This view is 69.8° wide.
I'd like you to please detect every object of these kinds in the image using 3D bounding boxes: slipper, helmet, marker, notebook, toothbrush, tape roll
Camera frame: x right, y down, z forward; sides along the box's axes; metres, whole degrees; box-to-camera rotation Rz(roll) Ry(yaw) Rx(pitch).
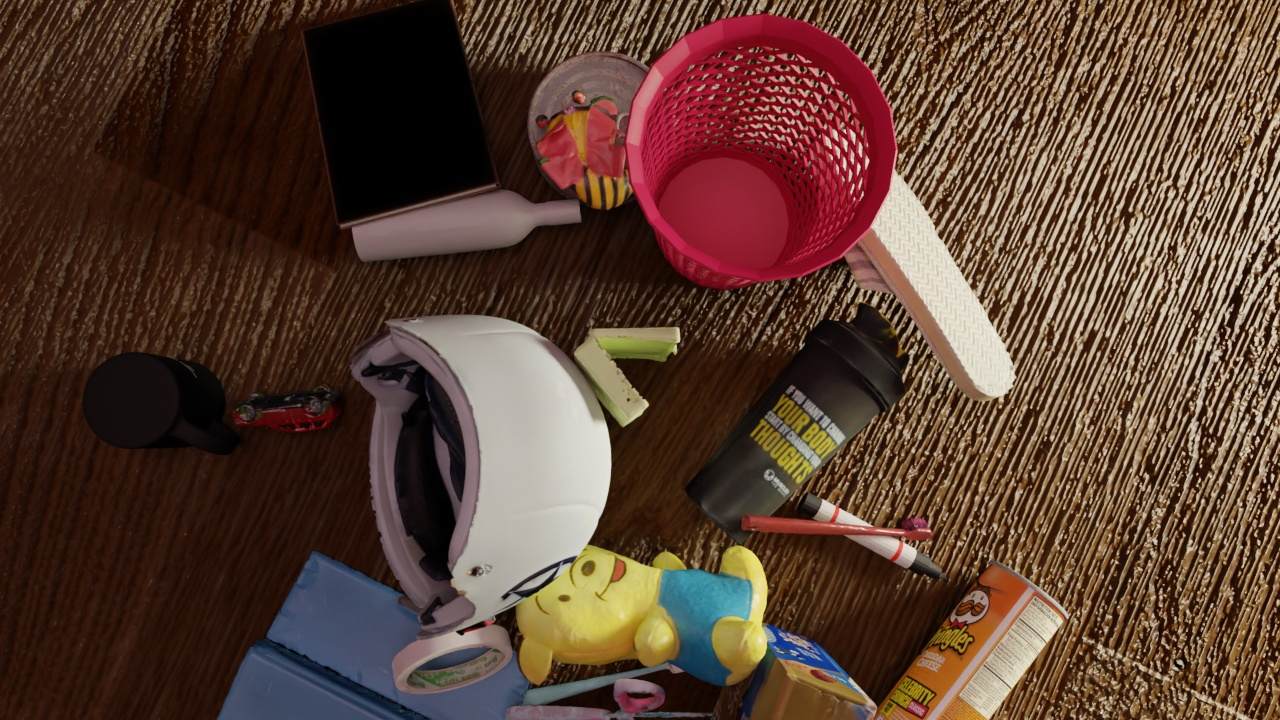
[{"bbox_3d":[0.227,-0.082,0.790,0.054,0.114,0.272,-40,72,38],"label":"slipper"},{"bbox_3d":[-0.119,0.081,0.720,0.163,0.265,0.236,-8,67,-31],"label":"helmet"},{"bbox_3d":[0.208,0.159,0.815,0.145,0.019,0.019,28,85,1],"label":"marker"},{"bbox_3d":[-0.215,-0.225,0.813,0.141,0.008,0.209,-15,71,-2],"label":"notebook"},{"bbox_3d":[0.170,0.140,0.783,0.189,0.016,0.016,7,46,-23],"label":"toothbrush"},{"bbox_3d":[-0.040,0.283,0.802,0.180,0.016,0.016,-13,88,-1],"label":"toothbrush"},{"bbox_3d":[-0.151,0.241,0.739,0.094,0.094,0.018,-20,56,-3],"label":"tape roll"}]

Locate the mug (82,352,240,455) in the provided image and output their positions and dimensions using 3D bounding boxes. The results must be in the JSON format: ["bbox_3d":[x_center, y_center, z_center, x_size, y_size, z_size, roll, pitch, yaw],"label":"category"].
[{"bbox_3d":[-0.394,0.044,0.776,0.113,0.088,0.078,31,85,1],"label":"mug"}]

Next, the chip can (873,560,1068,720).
[{"bbox_3d":[0.265,0.278,0.779,0.075,0.075,0.215,39,86,2],"label":"chip can"}]

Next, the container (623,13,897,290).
[{"bbox_3d":[0.079,-0.135,0.731,0.183,0.226,0.183,0,85,-1],"label":"container"}]

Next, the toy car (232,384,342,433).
[{"bbox_3d":[-0.308,0.043,0.802,0.091,0.042,0.036,-1,105,-6],"label":"toy car"}]

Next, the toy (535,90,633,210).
[{"bbox_3d":[-0.045,-0.177,0.779,0.084,0.046,0.103,-35,92,-17],"label":"toy"}]

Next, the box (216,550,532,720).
[{"bbox_3d":[-0.225,0.289,0.780,0.231,0.048,0.176,24,85,4],"label":"box"}]

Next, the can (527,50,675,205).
[{"bbox_3d":[-0.035,-0.207,0.825,0.130,0.044,0.130,0,86,-1],"label":"can"}]

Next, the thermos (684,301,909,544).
[{"bbox_3d":[0.137,0.055,0.789,0.098,0.098,0.221,43,90,2],"label":"thermos"}]

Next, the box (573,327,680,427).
[{"bbox_3d":[-0.018,0.008,0.739,0.077,0.188,0.090,30,86,0],"label":"box"}]

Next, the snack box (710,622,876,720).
[{"bbox_3d":[0.101,0.300,0.710,0.069,0.203,0.155,22,85,1],"label":"snack box"}]

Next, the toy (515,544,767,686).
[{"bbox_3d":[-0.003,0.205,0.744,0.214,0.148,0.084,0,109,10],"label":"toy"}]

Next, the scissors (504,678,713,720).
[{"bbox_3d":[-0.028,0.280,0.736,0.172,0.171,0.013,-2,59,3],"label":"scissors"}]

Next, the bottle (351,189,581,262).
[{"bbox_3d":[-0.151,-0.123,0.812,0.195,0.052,0.052,-6,86,-2],"label":"bottle"}]
